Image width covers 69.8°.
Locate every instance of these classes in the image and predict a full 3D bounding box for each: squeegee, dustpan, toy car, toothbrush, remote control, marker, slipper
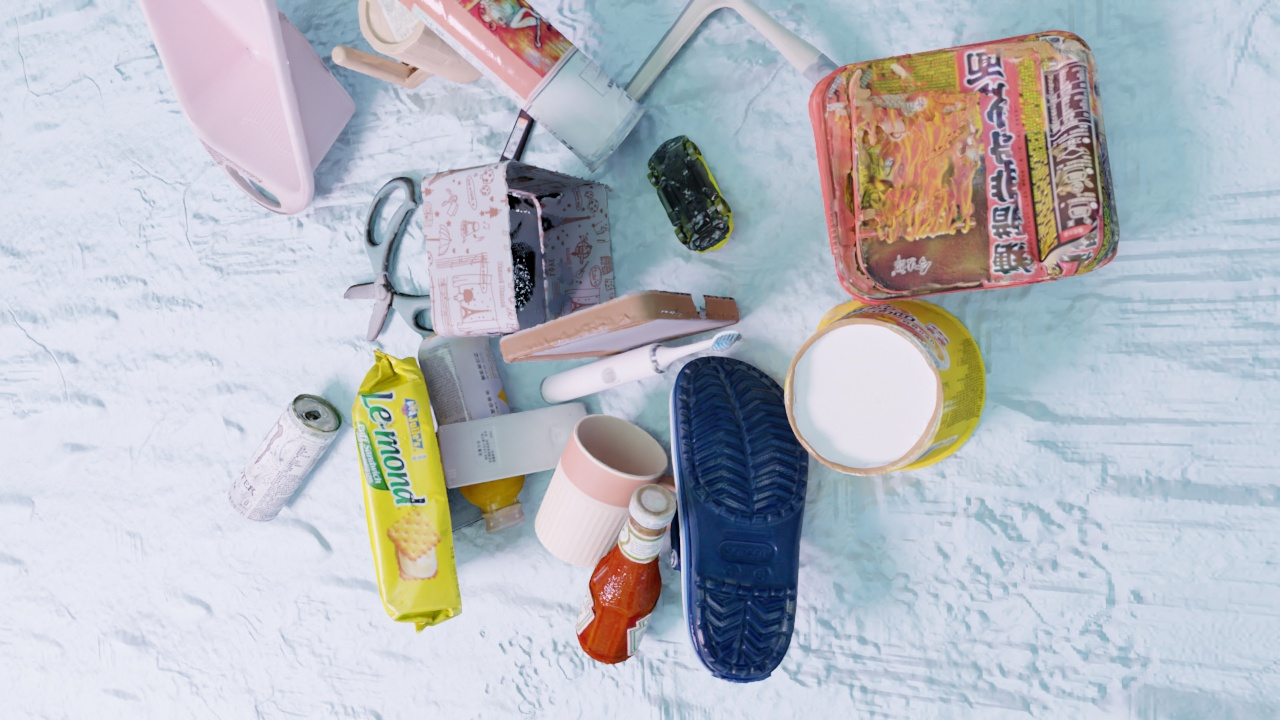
[{"bbox_3d":[0.128,-0.231,0.707,0.246,0.039,0.247,47,112,15],"label":"squeegee"},{"bbox_3d":[-0.397,-0.263,0.874,0.222,0.273,0.138,32,81,24],"label":"dustpan"},{"bbox_3d":[0.043,-0.137,0.760,0.048,0.032,0.105,-34,68,24],"label":"toy car"},{"bbox_3d":[-0.005,0.005,0.763,0.222,0.026,0.027,-16,116,42],"label":"toothbrush"},{"bbox_3d":[-0.109,0.074,0.811,0.135,0.019,0.056,-10,87,-15],"label":"remote control"},{"bbox_3d":[-0.118,-0.190,0.845,0.018,0.015,0.124,28,103,20],"label":"marker"},{"bbox_3d":[0.075,0.124,0.733,0.105,0.095,0.252,1,73,-10],"label":"slipper"}]

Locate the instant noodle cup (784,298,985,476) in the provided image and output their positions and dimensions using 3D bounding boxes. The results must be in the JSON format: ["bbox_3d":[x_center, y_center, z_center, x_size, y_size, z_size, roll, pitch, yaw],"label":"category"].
[{"bbox_3d":[0.171,0.022,0.665,0.138,0.109,0.138,2,95,27],"label":"instant noodle cup"}]

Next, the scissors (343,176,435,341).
[{"bbox_3d":[-0.219,-0.085,0.900,0.179,0.019,0.170,24,102,22],"label":"scissors"}]

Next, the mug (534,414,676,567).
[{"bbox_3d":[-0.022,0.117,0.785,0.114,0.081,0.106,20,117,-13],"label":"mug"}]

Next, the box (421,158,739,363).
[{"bbox_3d":[-0.040,-0.077,0.722,0.194,0.182,0.157,-6,91,24],"label":"box"}]

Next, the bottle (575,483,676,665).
[{"bbox_3d":[-0.010,0.175,0.747,0.060,0.059,0.207,35,136,20],"label":"bottle"}]

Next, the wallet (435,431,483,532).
[{"bbox_3d":[-0.199,0.124,0.907,0.121,0.019,0.097,-26,84,24],"label":"wallet"}]

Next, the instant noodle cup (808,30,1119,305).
[{"bbox_3d":[0.215,-0.127,0.632,0.189,0.079,0.164,-7,90,5],"label":"instant noodle cup"}]

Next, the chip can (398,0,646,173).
[{"bbox_3d":[-0.098,-0.250,0.744,0.214,0.071,0.071,39,112,-14],"label":"chip can"}]

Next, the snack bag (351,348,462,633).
[{"bbox_3d":[-0.213,0.111,0.817,0.068,0.158,0.246,-8,93,-18],"label":"snack bag"}]

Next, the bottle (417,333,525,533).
[{"bbox_3d":[-0.151,0.064,0.849,0.068,0.068,0.189,-20,85,26],"label":"bottle"}]

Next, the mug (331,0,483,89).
[{"bbox_3d":[-0.203,-0.294,0.829,0.125,0.103,0.084,-25,82,25],"label":"mug"}]

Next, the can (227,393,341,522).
[{"bbox_3d":[-0.376,0.104,0.968,0.058,0.058,0.147,47,112,16],"label":"can"}]
